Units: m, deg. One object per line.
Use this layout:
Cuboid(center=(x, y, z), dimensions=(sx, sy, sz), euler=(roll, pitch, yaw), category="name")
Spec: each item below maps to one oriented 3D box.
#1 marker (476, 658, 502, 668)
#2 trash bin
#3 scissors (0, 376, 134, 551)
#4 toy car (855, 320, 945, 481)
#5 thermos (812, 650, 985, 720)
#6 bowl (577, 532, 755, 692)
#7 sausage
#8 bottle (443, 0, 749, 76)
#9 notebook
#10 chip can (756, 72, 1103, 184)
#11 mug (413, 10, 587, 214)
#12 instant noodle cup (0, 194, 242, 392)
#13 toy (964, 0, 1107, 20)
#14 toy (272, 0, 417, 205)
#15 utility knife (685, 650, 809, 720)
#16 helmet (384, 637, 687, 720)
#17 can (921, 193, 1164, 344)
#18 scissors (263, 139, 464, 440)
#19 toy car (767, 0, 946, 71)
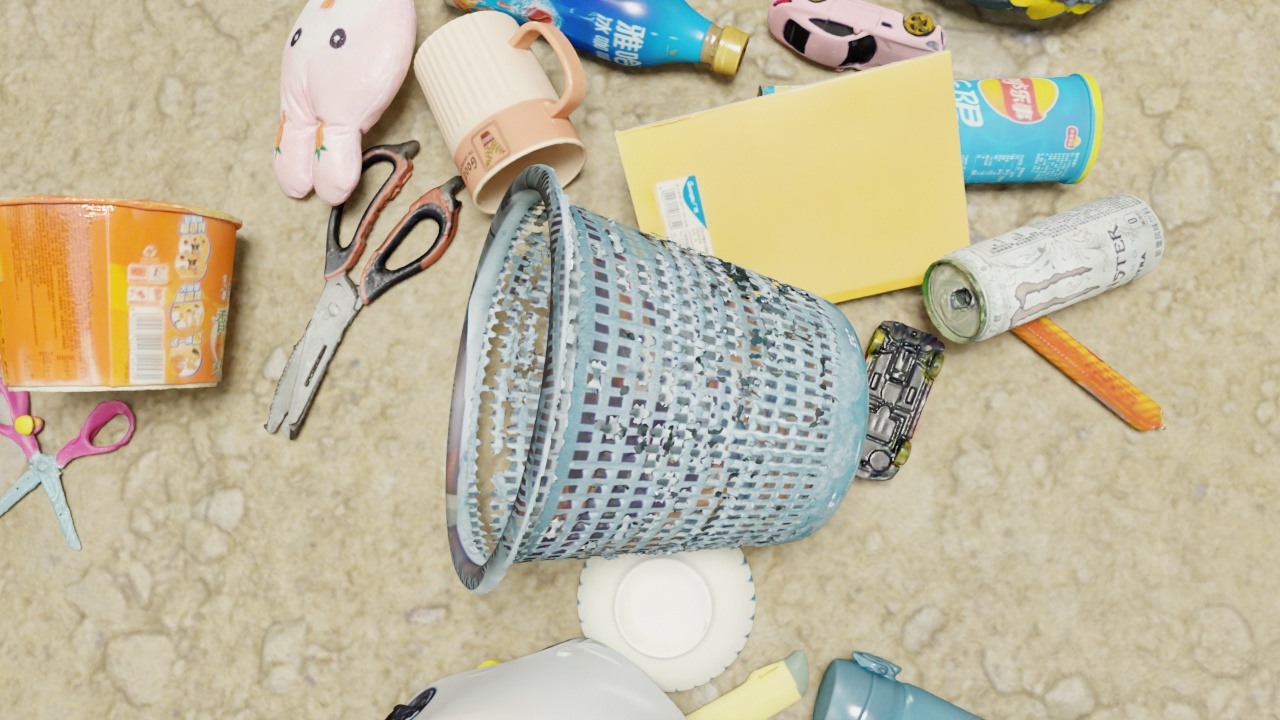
Cuboid(center=(-0.139, 0.237, 0.597), dimensions=(0.124, 0.015, 0.018), euler=(-39, 80, -1), category="marker")
Cuboid(center=(0.009, 0.023, 0.521), dimensions=(0.195, 0.227, 0.226), euler=(10, 82, -21), category="trash bin")
Cuboid(center=(-0.405, 0.067, 0.632), dimensions=(0.135, 0.017, 0.133), euler=(-23, 87, -2), category="scissors")
Cuboid(center=(0.160, 0.027, 0.603), dimensions=(0.049, 0.031, 0.106), euler=(21, 83, 6), category="toy car")
Cuboid(center=(0.210, 0.251, 0.555), dimensions=(0.220, 0.070, 0.070), euler=(26, 84, 5), category="thermos")
Cuboid(center=(0.016, 0.152, 0.576), dimensions=(0.116, 0.066, 0.116), euler=(0, 82, 3), category="bowl")
Cuboid(center=(0.279, -0.007, 0.607), dimensions=(0.165, 0.021, 0.021), euler=(40, 86, 6), category="sausage")
Cuboid(center=(-0.032, -0.246, 0.631), dimensions=(0.219, 0.065, 0.065), euler=(21, 84, 4), category="bottle")
Cuboid(center=(0.101, -0.100, 0.586), dimensions=(0.206, 0.010, 0.146), euler=(-13, 114, 8), category="notebook")
Cuboid(center=(0.183, -0.150, 0.606), dimensions=(0.210, 0.071, 0.071), euler=(-1, 82, 3), category="chip can")
Cuboid(center=(-0.085, -0.172, 0.604), dimensions=(0.115, 0.081, 0.106), euler=(-35, 77, 39), category="mug")
Cuboid(center=(-0.333, -0.038, 0.581), dimensions=(0.151, 0.151, 0.111), euler=(-1, 91, 2), category="instant noodle cup")
Cuboid(center=(0.260, -0.297, 0.620), dimensions=(0.356, 0.092, 0.137), euler=(9, 55, 3), category="toy")
Cuboid(center=(-0.205, -0.186, 0.625), dimensions=(0.121, 0.054, 0.159), euler=(14, 90, 38), category="toy")
Cuboid(center=(0.039, 0.236, 0.589), dimensions=(0.162, 0.018, 0.031), euler=(-28, 78, -3), category="utility knife")
Cuboid(center=(-0.072, 0.297, 0.503), dimensions=(0.259, 0.145, 0.229), euler=(-28, 91, 7), category="helmet")
Cuboid(center=(0.254, -0.059, 0.579), dimensions=(0.146, 0.058, 0.058), euler=(-20, 82, -17), category="can")
Cuboid(center=(-0.191, -0.044, 0.636), dimensions=(0.193, 0.015, 0.206), euler=(-14, 82, 0), category="scissors")
Cuboid(center=(0.145, -0.220, 0.624), dimensions=(0.122, 0.056, 0.037), euler=(20, 80, 5), category="toy car")
